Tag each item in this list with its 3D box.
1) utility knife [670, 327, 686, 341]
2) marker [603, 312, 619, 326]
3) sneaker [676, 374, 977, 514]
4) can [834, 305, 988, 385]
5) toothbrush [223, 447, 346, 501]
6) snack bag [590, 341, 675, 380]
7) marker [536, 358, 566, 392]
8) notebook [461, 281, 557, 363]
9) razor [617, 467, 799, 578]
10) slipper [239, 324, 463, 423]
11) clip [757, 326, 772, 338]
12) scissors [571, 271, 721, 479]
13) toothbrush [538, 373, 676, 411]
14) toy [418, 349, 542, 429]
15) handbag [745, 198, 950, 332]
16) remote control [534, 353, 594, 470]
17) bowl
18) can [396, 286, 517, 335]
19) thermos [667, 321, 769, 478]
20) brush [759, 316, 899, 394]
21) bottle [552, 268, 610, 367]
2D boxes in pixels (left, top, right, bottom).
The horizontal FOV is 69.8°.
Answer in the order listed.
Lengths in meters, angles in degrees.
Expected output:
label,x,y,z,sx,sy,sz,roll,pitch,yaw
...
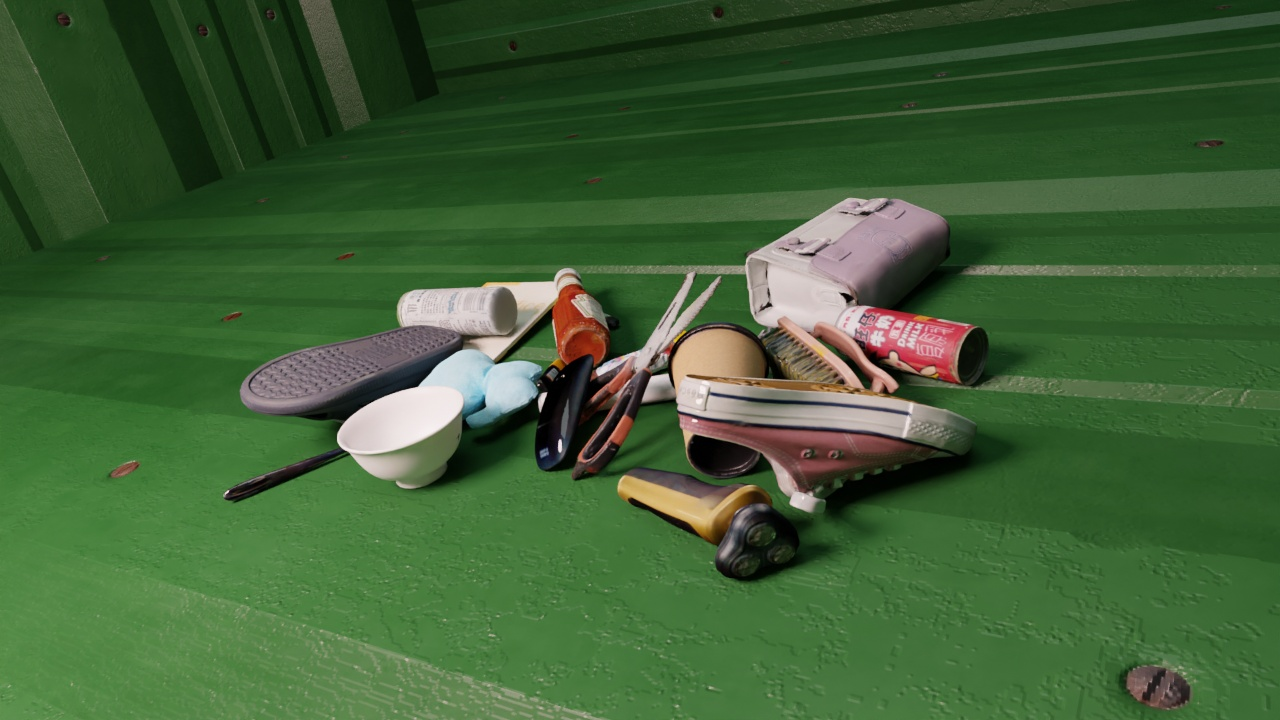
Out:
label,x,y,z,sx,sy,sz,roll,pitch,yaw
utility knife,0.061,-0.012,0.970,0.033,0.015,0.177,-17,23,-21
marker,-0.064,-0.058,1.129,0.018,0.015,0.124,-29,30,-27
sneaker,0.138,0.064,0.688,0.240,0.088,0.118,6,5,-18
can,0.245,-0.016,0.843,0.053,0.053,0.133,-31,30,-33
toothbrush,-0.328,0.101,0.926,0.180,0.016,0.018,-23,21,-22
snack bag,-0.006,0.006,0.953,0.105,0.026,0.045,-21,29,-12
marker,-0.092,0.016,0.947,0.015,0.018,0.123,-39,5,9
notebook,-0.193,-0.045,1.151,0.146,0.010,0.205,3,35,31
razor,0.041,0.114,0.685,0.168,0.062,0.067,12,66,51
slipper,-0.299,0.029,0.999,0.111,0.083,0.267,17,25,29
clip,0.126,-0.017,0.938,0.044,0.027,0.058,-10,24,25
scissors,-0.007,0.012,0.833,0.225,0.015,0.188,-34,30,34
toothbrush,0.009,0.028,0.897,0.221,0.027,0.026,-9,39,9
toy,-0.176,0.029,0.959,0.156,0.050,0.161,-14,29,8
handbag,0.229,-0.107,1.002,0.145,0.098,0.196,19,40,40
remote control,-0.074,0.042,0.858,0.053,0.024,0.136,-31,32,36
bowl,-0.213,0.079,0.854,0.118,0.065,0.118,-11,24,5
can,-0.223,-0.059,1.118,0.147,0.058,0.058,0,28,29
thermos,0.070,0.033,0.797,0.093,0.093,0.143,-9,34,8
brush,0.167,0.008,0.819,0.073,0.063,0.145,-28,28,-7
bottle,-0.076,-0.057,1.069,0.060,0.060,0.206,-15,28,-3
